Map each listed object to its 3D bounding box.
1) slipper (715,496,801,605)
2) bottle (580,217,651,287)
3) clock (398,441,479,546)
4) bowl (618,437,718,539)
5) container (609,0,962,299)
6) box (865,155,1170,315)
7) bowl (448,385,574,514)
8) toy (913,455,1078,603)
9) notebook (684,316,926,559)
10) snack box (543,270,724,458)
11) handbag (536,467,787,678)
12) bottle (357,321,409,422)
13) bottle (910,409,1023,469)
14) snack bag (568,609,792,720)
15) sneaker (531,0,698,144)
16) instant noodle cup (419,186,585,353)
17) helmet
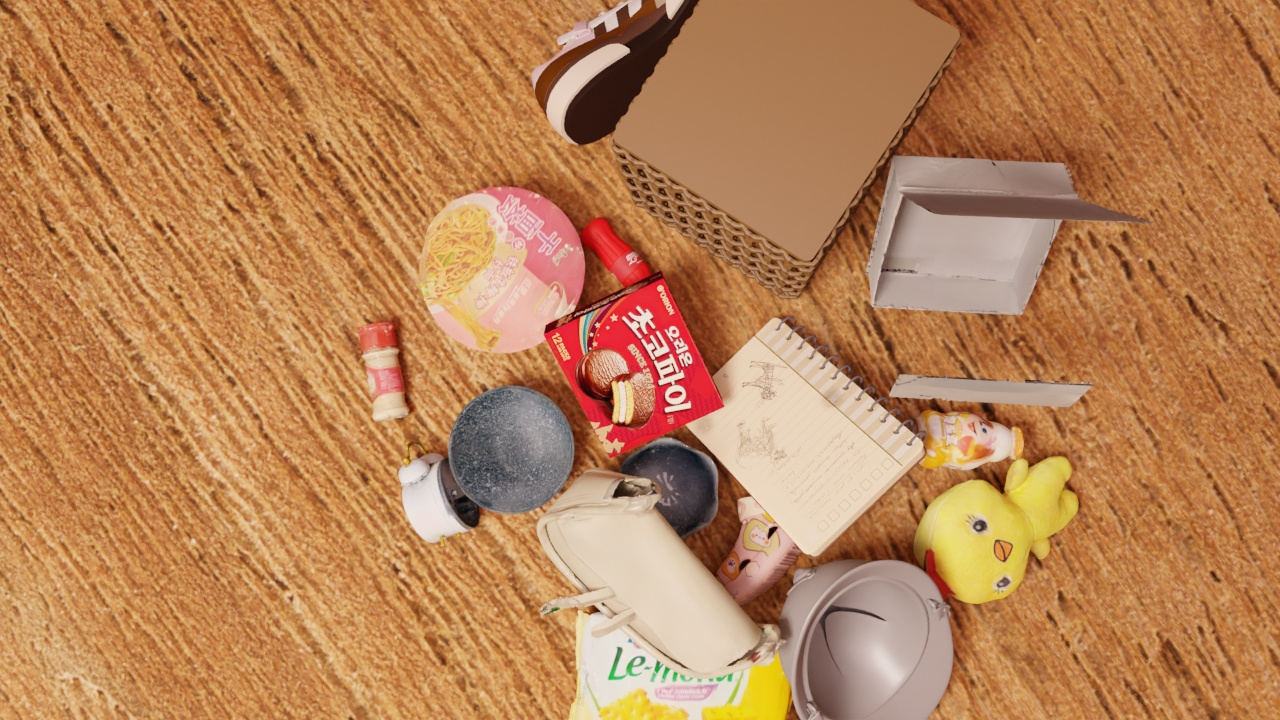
[{"bbox_3d":[0.141,0.170,0.972,0.081,0.093,0.197,40,88,25],"label":"slipper"},{"bbox_3d":[-0.016,-0.105,1.016,0.036,0.036,0.119,-43,85,1],"label":"bottle"},{"bbox_3d":[-0.221,0.140,0.996,0.057,0.083,0.117,-26,86,9],"label":"clock"},{"bbox_3d":[0.030,0.138,0.990,0.110,0.055,0.110,0,86,4],"label":"bowl"},{"bbox_3d":[0.136,-0.232,0.912,0.219,0.214,0.251,34,89,7],"label":"container"},{"bbox_3d":[0.318,-0.106,0.839,0.167,0.329,0.165,3,100,5],"label":"box"},{"bbox_3d":[-0.136,0.097,1.003,0.137,0.057,0.137,0,86,4],"label":"bowl"},{"bbox_3d":[0.365,0.172,0.948,0.207,0.092,0.134,-25,107,-5],"label":"toy"},{"bbox_3d":[0.161,0.068,0.948,0.167,0.024,0.225,-44,55,1],"label":"notebook"},{"bbox_3d":[-0.006,0.006,0.953,0.133,0.035,0.152,-25,108,7],"label":"snack box"},{"bbox_3d":[0.002,0.218,0.879,0.229,0.185,0.131,49,58,-5],"label":"handbag"},{"bbox_3d":[-0.287,0.013,1.027,0.044,0.044,0.109,-11,87,3],"label":"bottle"},{"bbox_3d":[0.343,0.085,0.965,0.109,0.063,0.063,2,87,4],"label":"bottle"},{"bbox_3d":[0.045,0.356,0.970,0.247,0.068,0.159,8,84,5],"label":"snack bag"},{"bbox_3d":[-0.001,-0.367,1.009,0.294,0.111,0.116,-43,65,1],"label":"sneaker"},{"bbox_3d":[-0.143,-0.094,1.006,0.179,0.077,0.178,0,87,6],"label":"instant noodle cup"},{"bbox_3d":[0.203,0.274,0.919,0.183,0.118,0.271,-36,125,-11],"label":"helmet"}]
